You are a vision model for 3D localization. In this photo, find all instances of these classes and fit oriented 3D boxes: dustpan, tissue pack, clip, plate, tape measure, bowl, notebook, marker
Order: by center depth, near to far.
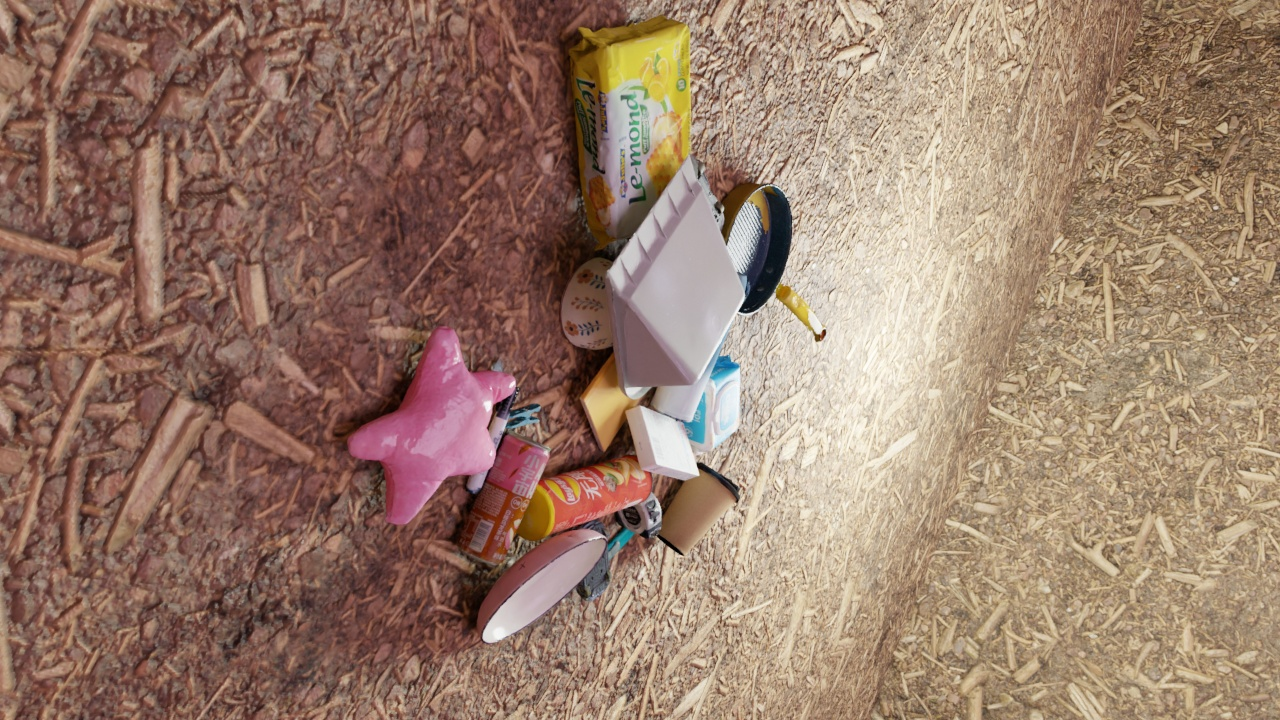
[{"bbox_3d":[-0.169,0.088,1.040,0.022,0.018,0.130,24,85,-31],"label":"marker"},{"bbox_3d":[-0.138,0.066,1.076,0.056,0.014,0.046,-18,122,-52],"label":"clip"},{"bbox_3d":[-0.038,-0.064,1.112,0.113,0.062,0.114,-29,127,-47],"label":"bowl"},{"bbox_3d":[-0.126,0.268,1.123,0.192,0.039,0.193,-36,159,-17],"label":"plate"},{"bbox_3d":[0.017,-0.075,1.124,0.258,0.143,0.222,56,50,-33],"label":"dustpan"},{"bbox_3d":[-0.007,0.007,1.209,0.205,0.010,0.146,-55,156,-22],"label":"notebook"},{"bbox_3d":[-0.003,0.211,1.293,0.033,0.066,0.066,-30,130,-42],"label":"tape measure"},{"bbox_3d":[0.107,0.067,1.380,0.089,0.063,0.140,-31,129,-44],"label":"tissue pack"}]

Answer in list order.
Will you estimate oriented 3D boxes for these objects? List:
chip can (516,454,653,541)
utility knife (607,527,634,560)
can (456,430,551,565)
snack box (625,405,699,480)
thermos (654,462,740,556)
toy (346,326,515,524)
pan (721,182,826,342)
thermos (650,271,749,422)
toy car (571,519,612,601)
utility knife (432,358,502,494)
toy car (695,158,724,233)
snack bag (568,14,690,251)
[{"bbox_3d":[-0.071,0.171,1.171,0.216,0.073,0.073,-7,112,-53],"label":"chip can"},{"bbox_3d":[-0.027,0.258,1.330,0.159,0.013,0.029,-41,136,-37],"label":"utility knife"},{"bbox_3d":[-0.157,0.157,1.054,0.058,0.058,0.147,33,78,-56],"label":"can"},{"bbox_3d":[0.032,0.117,1.275,0.156,0.027,0.084,28,43,-63],"label":"snack box"},{"bbox_3d":[0.087,0.227,1.415,0.143,0.093,0.093,-52,143,-14],"label":"thermos"},{"bbox_3d":[-0.204,0.079,0.933,0.194,0.075,0.178,-57,139,-14],"label":"toy"},{"bbox_3d":[0.208,-0.126,1.415,0.197,0.078,0.357,-61,145,-14],"label":"pan"},{"bbox_3d":[0.084,-0.024,1.273,0.070,0.070,0.220,8,108,-56],"label":"thermos"},{"bbox_3d":[-0.069,0.272,1.253,0.054,0.037,0.121,-31,126,-41],"label":"toy car"},{"bbox_3d":[-0.193,0.073,0.999,0.173,0.015,0.033,-60,148,-16],"label":"utility knife"},{"bbox_3d":[0.068,-0.204,1.209,0.070,0.042,0.158,-59,144,-16],"label":"toy car"},{"bbox_3d":[-0.010,-0.263,1.046,0.157,0.068,0.247,-34,132,-43],"label":"snack bag"}]
